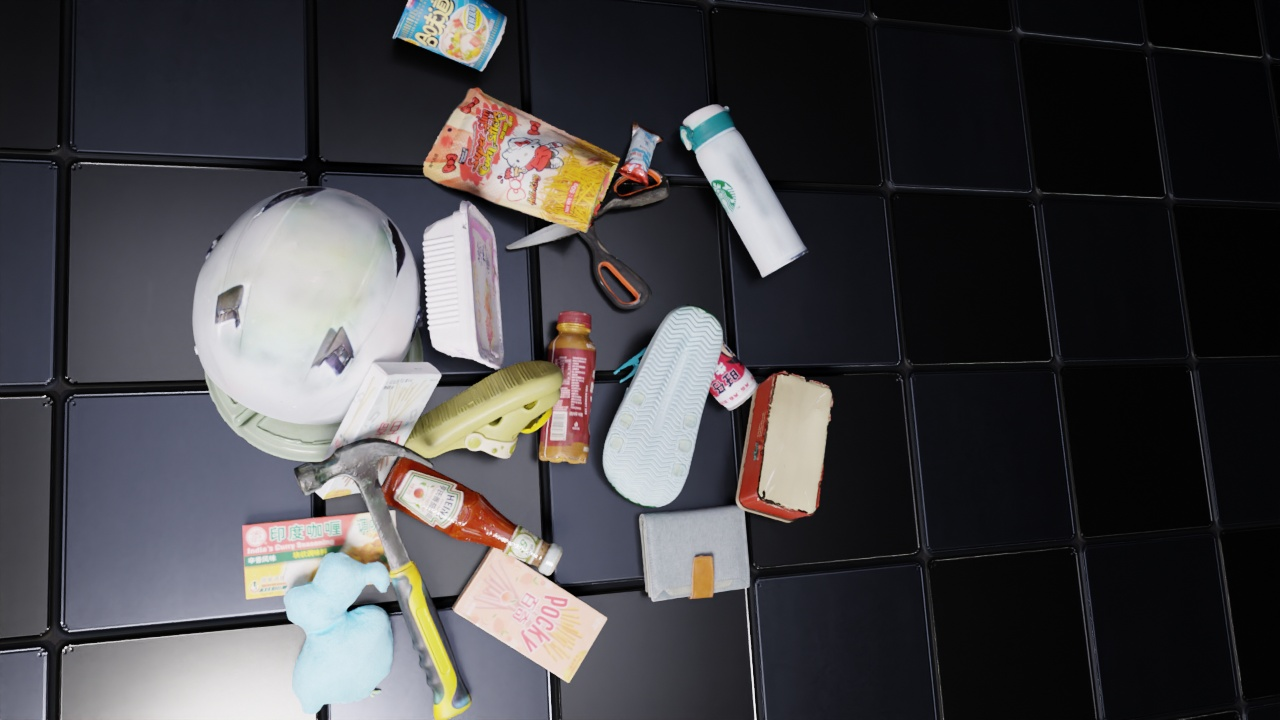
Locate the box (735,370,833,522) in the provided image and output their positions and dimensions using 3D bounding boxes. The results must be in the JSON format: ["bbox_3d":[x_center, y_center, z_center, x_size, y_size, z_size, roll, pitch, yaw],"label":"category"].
[{"bbox_3d":[0.181,0.104,1.117,0.091,0.078,0.168,17,69,-14],"label":"box"}]

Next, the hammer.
[{"bbox_3d":[-0.239,0.230,0.952,0.126,0.032,0.323,-23,108,-23],"label":"hammer"}]

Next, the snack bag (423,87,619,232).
[{"bbox_3d":[-0.138,-0.235,1.086,0.208,0.073,0.128,23,76,1],"label":"snack bag"}]

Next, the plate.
[{"bbox_3d":[-0.355,-0.004,1.008,0.230,0.027,0.230,3,80,-17],"label":"plate"}]

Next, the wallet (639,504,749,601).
[{"bbox_3d":[0.067,0.230,1.096,0.129,0.037,0.106,-2,81,-18],"label":"wallet"}]

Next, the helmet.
[{"bbox_3d":[-0.335,-0.070,0.932,0.229,0.146,0.258,26,75,-12],"label":"helmet"}]

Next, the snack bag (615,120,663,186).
[{"bbox_3d":[0.000,-0.258,1.145,0.048,0.026,0.104,26,55,-9],"label":"snack bag"}]

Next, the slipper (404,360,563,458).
[{"bbox_3d":[-0.167,0.067,1.025,0.190,0.091,0.081,-27,115,-4],"label":"slipper"}]

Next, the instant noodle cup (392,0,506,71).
[{"bbox_3d":[-0.221,-0.397,1.078,0.110,0.099,0.099,24,75,-21],"label":"instant noodle cup"}]

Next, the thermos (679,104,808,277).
[{"bbox_3d":[0.127,-0.218,1.167,0.073,0.073,0.224,-30,91,-19],"label":"thermos"}]

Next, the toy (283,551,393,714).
[{"bbox_3d":[-0.311,0.289,0.959,0.161,0.050,0.156,-44,109,-11],"label":"toy"}]

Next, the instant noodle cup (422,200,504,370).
[{"bbox_3d":[-0.198,-0.077,1.020,0.060,0.138,0.173,-7,83,3],"label":"instant noodle cup"}]

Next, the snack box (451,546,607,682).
[{"bbox_3d":[-0.124,0.285,1.035,0.157,0.026,0.084,35,73,-9],"label":"snack box"}]

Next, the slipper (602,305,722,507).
[{"bbox_3d":[0.026,0.052,1.089,0.104,0.074,0.245,19,94,-5],"label":"slipper"}]

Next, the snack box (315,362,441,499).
[{"bbox_3d":[-0.275,0.071,0.956,0.027,0.084,0.157,37,106,22],"label":"snack box"}]

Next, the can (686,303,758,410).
[{"bbox_3d":[0.084,-0.003,1.128,0.053,0.053,0.133,-43,95,-18],"label":"can"}]

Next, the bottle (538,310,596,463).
[{"bbox_3d":[-0.083,0.031,1.069,0.057,0.057,0.174,7,80,-16],"label":"bottle"}]

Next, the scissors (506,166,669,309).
[{"bbox_3d":[-0.052,-0.171,1.127,0.220,0.022,0.230,-42,93,-19],"label":"scissors"}]

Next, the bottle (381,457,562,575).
[{"bbox_3d":[-0.182,0.174,1.003,0.206,0.060,0.059,28,74,-3],"label":"bottle"}]

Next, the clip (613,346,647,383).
[{"bbox_3d":[-0.008,0.006,1.119,0.056,0.014,0.046,-37,95,-20],"label":"clip"}]

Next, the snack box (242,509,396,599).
[{"bbox_3d":[-0.339,0.206,0.980,0.155,0.027,0.077,-4,83,-18],"label":"snack box"}]
